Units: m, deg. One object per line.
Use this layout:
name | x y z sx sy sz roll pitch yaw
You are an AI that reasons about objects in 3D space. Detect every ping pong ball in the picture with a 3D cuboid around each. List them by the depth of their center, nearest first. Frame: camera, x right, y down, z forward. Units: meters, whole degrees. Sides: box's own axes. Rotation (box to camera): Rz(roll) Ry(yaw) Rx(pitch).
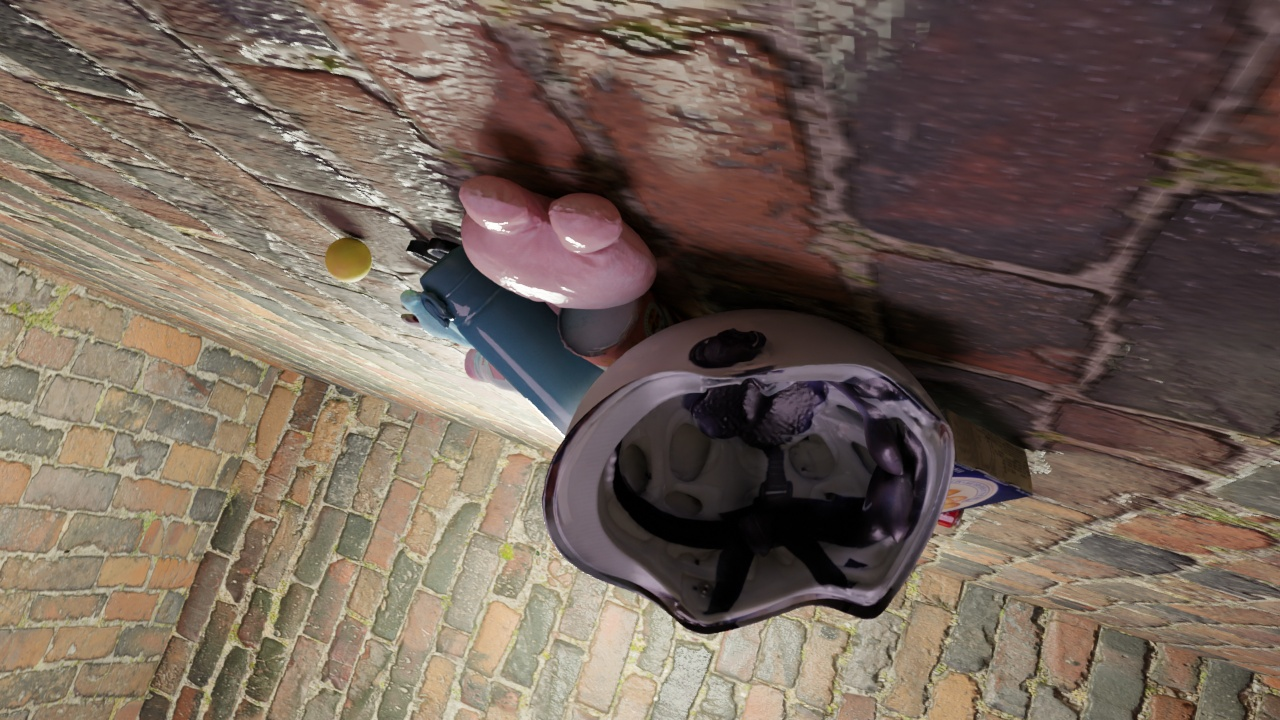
ping pong ball | -0.262 -0.090 0.823 0.040 0.040 0.040 18 170 3

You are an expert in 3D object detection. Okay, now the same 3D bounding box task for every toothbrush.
toothbrush | -0.210 -0.034 1.094 0.188 0.016 0.017 14 161 21

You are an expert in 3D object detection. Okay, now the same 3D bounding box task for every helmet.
helmet | 0.069 0.056 0.620 0.259 0.145 0.229 -2 124 2

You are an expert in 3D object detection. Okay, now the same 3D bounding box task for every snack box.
snack box | 0.204 0.098 0.758 0.183 0.045 0.177 -21 154 34

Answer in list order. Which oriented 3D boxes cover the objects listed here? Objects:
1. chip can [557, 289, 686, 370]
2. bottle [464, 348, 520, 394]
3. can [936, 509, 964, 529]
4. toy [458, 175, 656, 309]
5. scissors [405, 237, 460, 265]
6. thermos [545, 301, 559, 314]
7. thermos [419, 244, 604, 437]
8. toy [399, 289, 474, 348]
chip can | 0.022 0.000 0.718 0.071 0.071 0.214 11 167 35
bottle | -0.103 0.007 0.927 0.197 0.068 0.068 2 161 41
can | 0.297 0.146 1.041 0.133 0.053 0.053 16 169 13
toy | -0.049 -0.068 0.534 0.121 0.054 0.159 11 170 1
scissors | -0.111 -0.065 0.773 0.170 0.014 0.151 18 170 2
thermos | -0.005 0.005 0.818 0.087 0.067 0.198 -13 152 34
thermos | -0.073 0.002 0.698 0.220 0.070 0.070 46 161 -17
toy | -0.158 -0.039 0.879 0.161 0.049 0.156 22 164 -1
